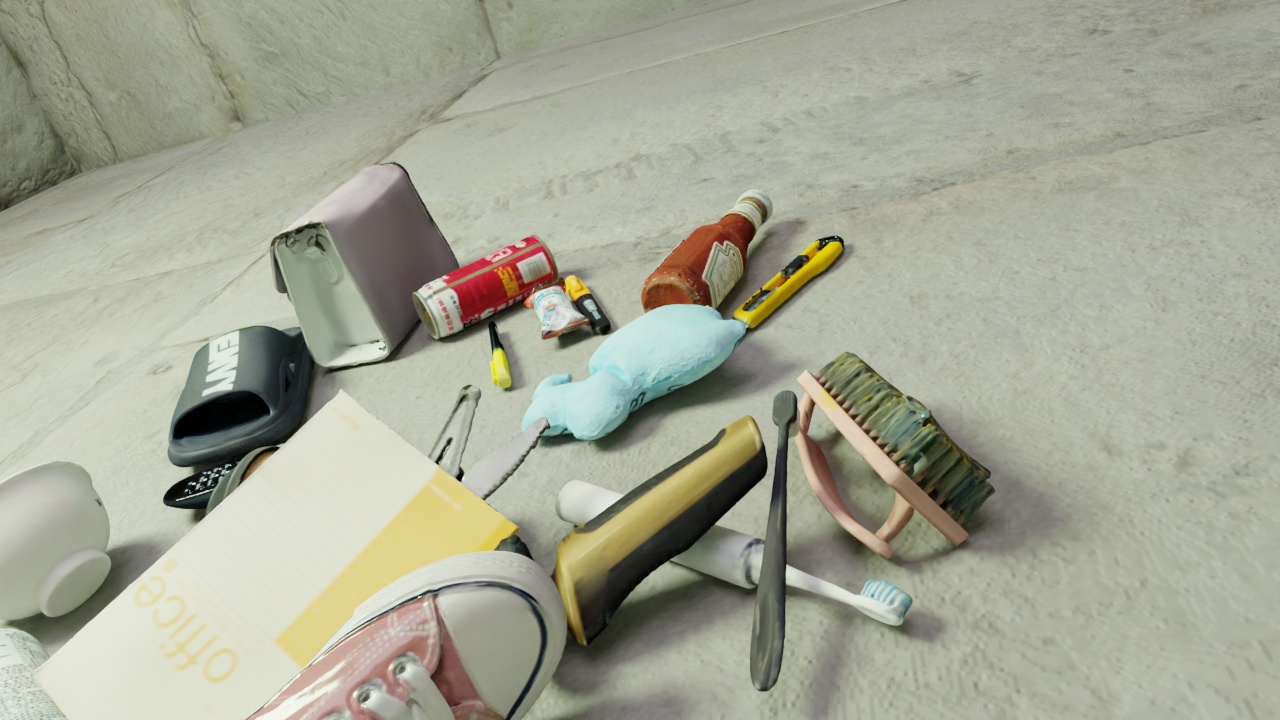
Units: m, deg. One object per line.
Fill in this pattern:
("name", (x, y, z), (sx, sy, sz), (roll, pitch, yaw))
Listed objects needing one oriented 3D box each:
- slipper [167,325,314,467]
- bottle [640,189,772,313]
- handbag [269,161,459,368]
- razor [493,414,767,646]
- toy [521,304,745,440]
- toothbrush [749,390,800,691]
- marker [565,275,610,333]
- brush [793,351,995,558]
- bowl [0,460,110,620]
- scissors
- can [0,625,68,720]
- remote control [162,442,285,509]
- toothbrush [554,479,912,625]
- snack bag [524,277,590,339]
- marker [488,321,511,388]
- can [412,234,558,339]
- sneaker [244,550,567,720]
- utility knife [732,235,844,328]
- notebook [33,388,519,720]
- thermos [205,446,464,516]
("slipper", (-0.361, 0.009, 0.823), (0.110, 0.083, 0.268), (-18, 23, -3))
("bottle", (0.066, -0.095, 0.795), (0.060, 0.060, 0.205), (0, 31, 30))
("handbag", (-0.274, -0.101, 0.914), (0.098, 0.145, 0.196), (-7, 28, 14))
("razor", (-0.006, 0.085, 0.462), (0.167, 0.067, 0.062), (-36, 2, -4))
("toy", (-0.004, 0.004, 0.661), (0.162, 0.050, 0.155), (-5, 36, 39))
("toothbrush", (0.068, 0.081, 0.451), (0.016, 0.018, 0.180), (-10, 37, 22))
("marker", (-0.049, -0.051, 0.828), (0.018, 0.015, 0.124), (-25, 29, -6))
("brush", (0.120, 0.045, 0.501), (0.073, 0.063, 0.145), (-47, 25, 8))
("bowl", (-0.402, 0.134, 0.619), (0.065, 0.119, 0.118), (35, 45, 9))
("scissors", (-0.138, 0.107, 0.488), (0.224, 0.015, 0.188), (-18, 55, -4))
("can", (-0.334, 0.193, 0.490), (0.147, 0.058, 0.058), (12, 39, 44))
("remote control", (-0.294, 0.087, 0.702), (0.136, 0.024, 0.053), (-19, 21, -3))
("toothbrush", (0.037, 0.098, 0.481), (0.221, 0.027, 0.026), (10, 54, 43))
("snack bag", (-0.076, -0.043, 0.818), (0.045, 0.026, 0.105), (-19, 29, -10))
("marker", (-0.123, -0.007, 0.785), (0.015, 0.018, 0.124), (-15, 26, -7))
("can", (-0.148, -0.071, 0.881), (0.132, 0.053, 0.053), (-29, 29, -21))
("sneaker", (-0.129, 0.167, 0.366), (0.240, 0.118, 0.088), (-31, 12, -14))
("utility knife", (0.118, -0.062, 0.749), (0.033, 0.015, 0.177), (6, 35, 43))
("notebook", (-0.182, 0.122, 0.467), (0.146, 0.010, 0.205), (32, 65, 24))
("thermos", (-0.179, 0.096, 0.555), (0.143, 0.093, 0.092), (-3, 29, 10))
